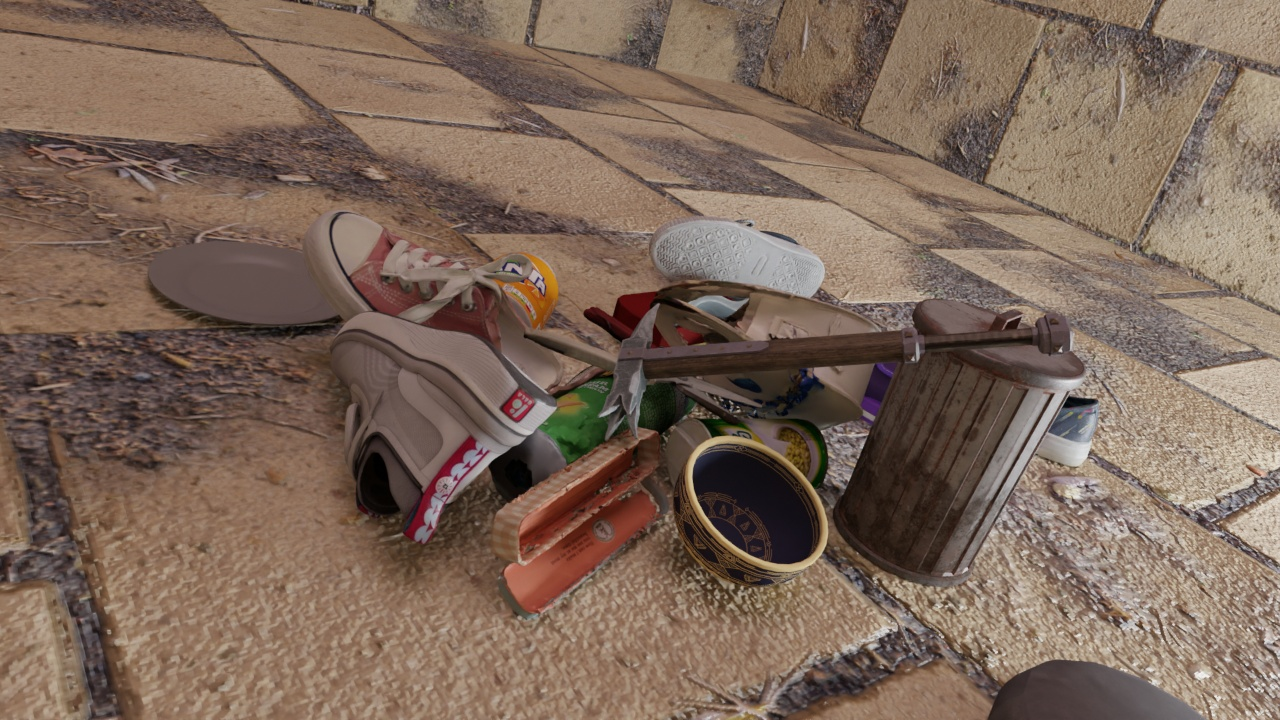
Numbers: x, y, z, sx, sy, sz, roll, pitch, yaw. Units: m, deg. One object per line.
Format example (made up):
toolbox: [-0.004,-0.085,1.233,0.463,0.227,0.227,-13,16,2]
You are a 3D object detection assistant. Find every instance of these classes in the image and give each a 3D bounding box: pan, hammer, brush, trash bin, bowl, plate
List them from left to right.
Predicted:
plate: [-0.355,-0.069,0.849,0.178,0.012,0.178,14,24,-7]
brush: [-0.059,0.021,0.765,0.015,0.050,0.135,51,13,7]
brush: [0.045,-0.041,1.016,0.173,0.042,0.082,-11,36,-46]
bowl: [0.070,0.117,0.658,0.112,0.061,0.112,19,40,-17]
hammer: [0.136,-0.010,0.655,0.317,0.028,0.146,-4,38,15]
trash bin: [0.248,0.057,0.729,0.131,0.211,0.130,14,24,-7]
pan: [0.343,0.293,0.494,0.178,0.041,0.357,4,27,-27]

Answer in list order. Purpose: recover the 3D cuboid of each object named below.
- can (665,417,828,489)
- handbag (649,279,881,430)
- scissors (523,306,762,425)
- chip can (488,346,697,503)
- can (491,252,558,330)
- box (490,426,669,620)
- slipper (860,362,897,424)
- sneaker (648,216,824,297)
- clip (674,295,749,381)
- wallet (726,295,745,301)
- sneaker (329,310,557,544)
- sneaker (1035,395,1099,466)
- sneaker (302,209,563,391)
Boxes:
can: [0.087,0.080,0.751,0.120,0.067,0.067,2,28,-31]
handbag: [0.097,-0.004,0.815,0.199,0.092,0.201,23,-15,-5]
scissors: [-0.004,-0.001,0.750,0.179,0.015,0.193,6,26,-21]
chip can: [-0.031,0.051,0.732,0.075,0.076,0.222,27,26,21]
can: [-0.127,-0.052,0.880,0.079,0.079,0.142,17,24,0]
box: [-0.036,0.105,0.625,0.043,0.083,0.186,8,20,29]
slipper: [0.264,0.005,0.988,0.267,0.084,0.107,29,37,27]
sneaker: [0.111,-0.129,1.090,0.235,0.089,0.087,11,28,-27]
clip: [0.081,-0.056,0.974,0.141,0.029,0.171,55,42,-5]
wallet: [0.110,-0.102,1.180,0.100,0.054,0.131,4,29,-10]
sneaker: [-0.169,0.043,0.646,0.263,0.128,0.097,14,-26,52]
sneaker: [0.399,0.036,1.037,0.235,0.079,0.087,25,25,18]
sneaker: [-0.158,-0.049,0.746,0.241,0.088,0.118,35,44,-14]
